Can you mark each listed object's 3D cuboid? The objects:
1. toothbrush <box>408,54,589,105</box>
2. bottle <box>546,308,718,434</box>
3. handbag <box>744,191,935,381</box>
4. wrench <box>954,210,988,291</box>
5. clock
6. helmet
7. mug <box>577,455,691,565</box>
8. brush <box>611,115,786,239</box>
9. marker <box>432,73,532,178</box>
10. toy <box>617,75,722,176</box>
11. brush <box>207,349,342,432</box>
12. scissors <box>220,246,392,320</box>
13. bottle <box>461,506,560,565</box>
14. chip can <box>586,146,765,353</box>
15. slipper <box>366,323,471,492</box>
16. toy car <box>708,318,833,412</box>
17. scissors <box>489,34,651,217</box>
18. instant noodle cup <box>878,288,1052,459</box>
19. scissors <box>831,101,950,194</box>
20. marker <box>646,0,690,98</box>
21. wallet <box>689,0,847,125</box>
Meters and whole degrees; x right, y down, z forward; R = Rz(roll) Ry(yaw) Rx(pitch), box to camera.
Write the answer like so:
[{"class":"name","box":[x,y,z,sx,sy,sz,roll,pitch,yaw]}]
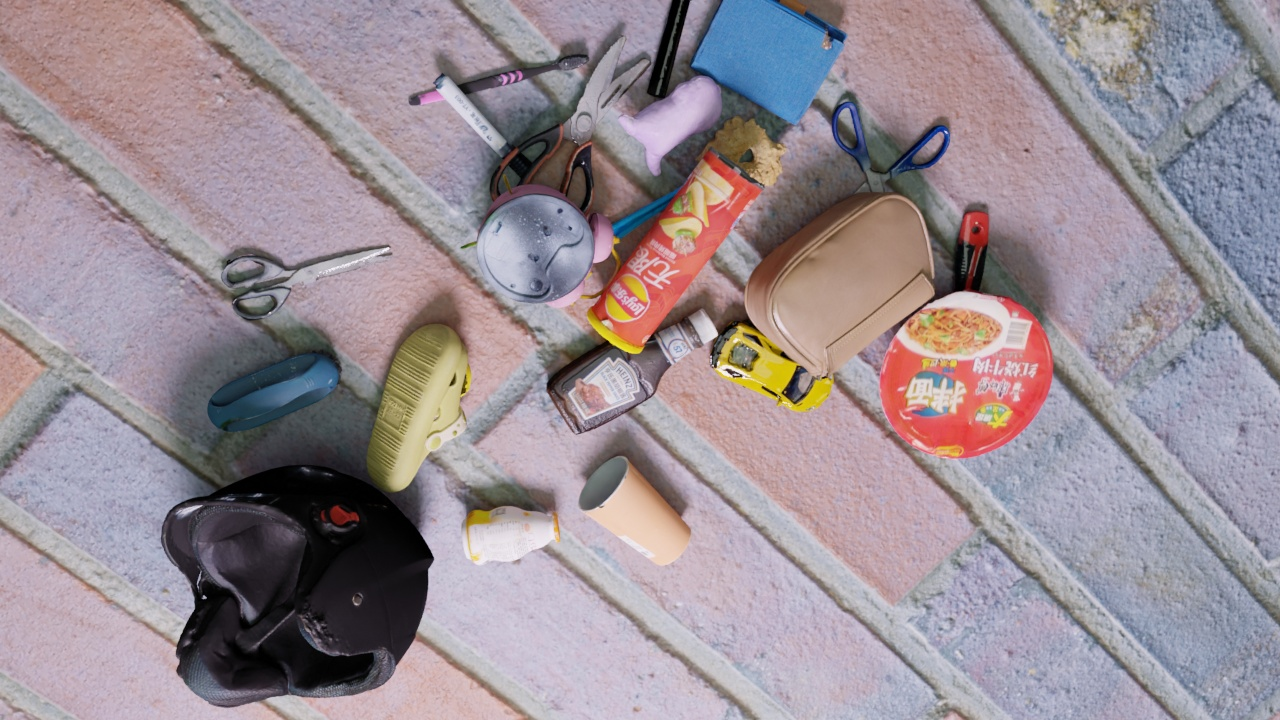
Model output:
[{"class":"toothbrush","box":[-0.143,-0.283,0.929,0.189,0.017,0.014,-14,109,-1]},{"class":"bottle","box":[-0.006,0.006,1.017,0.195,0.044,0.080,-30,105,2]},{"class":"handbag","box":[0.214,-0.084,0.980,0.204,0.100,0.148,-36,110,-8]},{"class":"wrench","box":[0.376,-0.035,1.061,0.056,0.016,0.274,-5,107,-6]},{"class":"clock","box":[-0.092,-0.114,0.939,0.158,0.059,0.117,27,111,-23]},{"class":"helmet","box":[-0.346,0.221,0.948,0.234,0.229,0.275,-28,105,28]},{"class":"mug","box":[-0.003,0.178,1.054,0.078,0.078,0.123,-43,111,7]},{"class":"brush","box":[0.037,-0.173,0.975,0.255,0.045,0.083,-30,111,7]},{"class":"marker","box":[-0.158,-0.238,0.935,0.022,0.018,0.130,-44,112,-2]},{"class":"toy","box":[0.039,-0.248,0.947,0.108,0.039,0.084,-35,134,0]},{"class":"brush","box":[-0.388,0.035,0.966,0.144,0.073,0.055,-22,103,1]},{"class":"scissors","box":[-0.348,-0.083,0.970,0.174,0.014,0.137,18,103,-14]},{"class":"bottle","box":[-0.147,0.197,1.047,0.108,0.063,0.063,-7,107,-4]},{"class":"chip can","box":[0.034,-0.111,0.938,0.073,0.073,0.217,33,105,-14]},{"class":"slipper","box":[-0.233,0.053,0.994,0.081,0.092,0.190,17,98,-49]},{"class":"toy car","box":[0.151,0.009,1.037,0.156,0.041,0.071,26,102,-14]},{"class":"scissors","box":[-0.066,-0.223,0.948,0.195,0.015,0.216,-14,114,-14]},{"class":"instant noodle cup","box":[0.356,0.010,1.031,0.194,0.065,0.194,0,108,-1]},{"class":"scissors","box":[0.256,-0.207,0.999,0.173,0.012,0.162,-41,109,8]},{"class":"marker","box":[0.034,-0.333,0.931,0.022,0.020,0.132,25,106,31]},{"class":"wallet","box":[0.131,-0.319,0.938,0.133,0.040,0.106,24,111,-13]}]
